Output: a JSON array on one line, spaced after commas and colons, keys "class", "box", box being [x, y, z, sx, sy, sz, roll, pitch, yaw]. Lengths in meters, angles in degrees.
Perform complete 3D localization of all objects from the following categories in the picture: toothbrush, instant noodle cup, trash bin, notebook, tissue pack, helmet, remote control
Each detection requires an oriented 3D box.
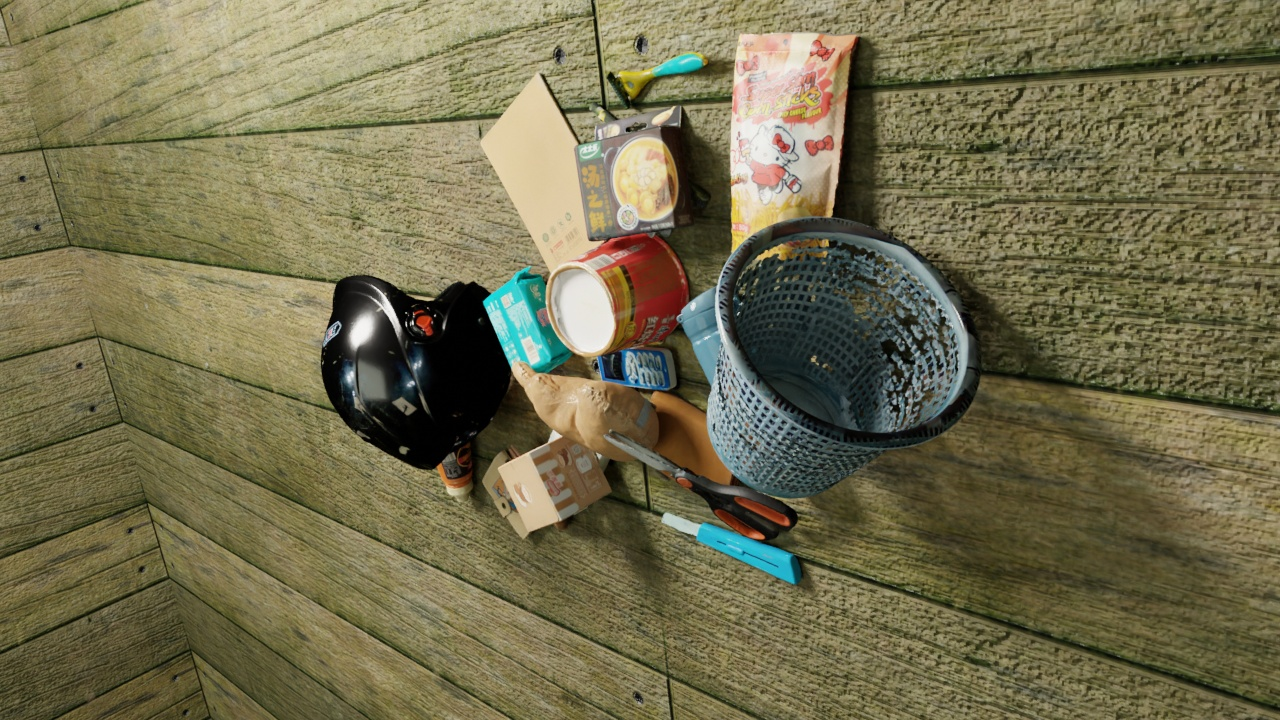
[{"class": "toothbrush", "box": [0.008, -0.223, 0.991, 0.186, 0.012, 0.017, 44, 143, 22]}, {"class": "instant noodle cup", "box": [-0.032, -0.071, 1.025, 0.138, 0.108, 0.138, 19, 119, 38]}, {"class": "trash bin", "box": [0.153, 0.019, 0.823, 0.226, 0.226, 0.196, 49, 150, 18]}, {"class": "notebook", "box": [-0.111, -0.217, 1.111, 0.148, 0.008, 0.207, -34, 83, 46]}, {"class": "tissue pack", "box": [-0.145, -0.046, 1.186, 0.093, 0.050, 0.133, -24, 90, 48]}, {"class": "helmet", "box": [-0.314, 0.012, 1.247, 0.274, 0.229, 0.234, 35, 142, -24]}, {"class": "remote control", "box": [-0.007, 0.006, 1.093, 0.125, 0.024, 0.049, 5, 111, 45]}]

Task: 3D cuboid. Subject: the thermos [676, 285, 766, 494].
[{"class": "thermos", "box": [0.111, 0.029, 0.962, 0.070, 0.070, 0.220, -28, 87, 46]}]

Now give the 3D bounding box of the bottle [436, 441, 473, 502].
[{"class": "bottle", "box": [-0.286, 0.152, 1.402, 0.067, 0.066, 0.150, 15, 124, 39]}]

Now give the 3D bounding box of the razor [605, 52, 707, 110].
[{"class": "razor", "box": [0.021, -0.293, 0.936, 0.133, 0.028, 0.043, -2, 129, 48]}]

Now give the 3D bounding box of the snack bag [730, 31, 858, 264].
[{"class": "snack bag", "box": [0.134, -0.196, 0.855, 0.129, 0.073, 0.208, 15, 110, 40]}]

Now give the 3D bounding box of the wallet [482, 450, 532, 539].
[{"class": "wallet", "box": [-0.187, 0.200, 1.353, 0.115, 0.024, 0.087, 50, 129, 14]}]

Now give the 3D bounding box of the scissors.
[{"class": "scissors", "box": [0.070, 0.127, 0.991, 0.234, 0.021, 0.161, 43, 146, -25]}]

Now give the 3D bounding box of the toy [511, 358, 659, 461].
[{"class": "toy", "box": [-0.074, 0.056, 1.096, 0.226, 0.082, 0.143, 14, 149, 46]}]

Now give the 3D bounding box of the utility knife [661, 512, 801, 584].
[{"class": "utility knife", "box": [0.101, 0.215, 1.085, 0.203, 0.018, 0.034, 14, 117, 41]}]

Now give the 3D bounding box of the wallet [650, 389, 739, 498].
[{"class": "wallet", "box": [0.061, 0.105, 1.067, 0.132, 0.031, 0.108, 29, 124, 34]}]

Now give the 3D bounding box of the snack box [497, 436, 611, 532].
[{"class": "snack box", "box": [-0.109, 0.151, 1.163, 0.077, 0.094, 0.093, -27, 88, 46]}]

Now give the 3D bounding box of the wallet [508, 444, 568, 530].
[{"class": "wallet", "box": [-0.141, 0.176, 1.266, 0.115, 0.020, 0.101, 49, 165, 21]}]

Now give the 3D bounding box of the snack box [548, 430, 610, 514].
[{"class": "snack box", "box": [-0.084, 0.125, 1.218, 0.084, 0.026, 0.157, 43, 131, 22]}]

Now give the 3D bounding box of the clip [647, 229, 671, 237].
[{"class": "clip", "box": [0.009, -0.154, 1.017, 0.056, 0.026, 0.024, 43, 131, 40]}]

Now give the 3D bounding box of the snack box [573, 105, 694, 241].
[{"class": "snack box", "box": [-0.007, -0.196, 0.968, 0.113, 0.053, 0.126, -4, 100, 34]}]
